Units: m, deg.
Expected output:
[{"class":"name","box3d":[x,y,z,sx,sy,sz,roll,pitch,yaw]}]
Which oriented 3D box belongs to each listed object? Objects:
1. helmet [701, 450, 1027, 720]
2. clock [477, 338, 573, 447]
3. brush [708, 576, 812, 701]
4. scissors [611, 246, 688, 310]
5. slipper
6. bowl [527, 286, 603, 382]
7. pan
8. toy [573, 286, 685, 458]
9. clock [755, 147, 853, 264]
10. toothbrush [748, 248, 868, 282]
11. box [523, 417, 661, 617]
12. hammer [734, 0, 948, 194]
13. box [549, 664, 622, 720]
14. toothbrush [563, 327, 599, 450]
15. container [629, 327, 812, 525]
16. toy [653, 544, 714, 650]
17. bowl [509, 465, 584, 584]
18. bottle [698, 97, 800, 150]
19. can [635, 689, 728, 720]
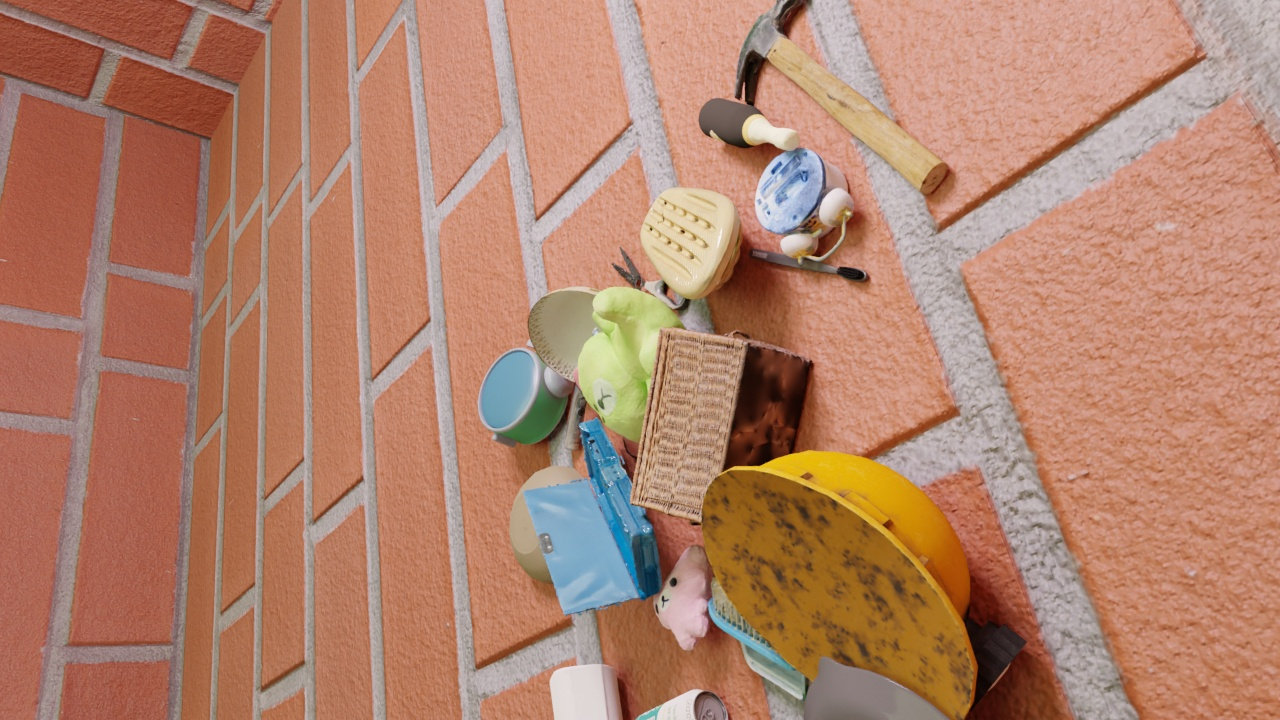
[{"class":"helmet","box3d":[0.183,0.161,0.741,0.255,0.131,0.206,39,140,28]},{"class":"clock","box3d":[-0.144,0.035,1.240,0.162,0.075,0.122,-47,45,15]},{"class":"brush","box3d":[0.114,0.257,0.870,0.136,0.055,0.075,17,115,52]},{"class":"scissors","box3d":[0.011,-0.091,1.126,0.151,0.012,0.164,-25,60,44]},{"class":"slipper","box3d":[0.069,-0.132,1.020,0.111,0.079,0.261,-64,21,12]},{"class":"bowl","box3d":[-0.060,-0.041,1.135,0.146,0.145,0.063,-39,14,38]},{"class":"pan","box3d":[0.220,0.300,0.648,0.216,0.024,0.356,57,144,12]},{"class":"toy","box3d":[-0.006,0.006,1.034,0.150,0.107,0.197,49,154,15]},{"class":"clock","box3d":[0.166,-0.154,0.919,0.089,0.052,0.125,-44,49,34]},{"class":"toothbrush","box3d":[0.166,-0.099,0.937,0.167,0.013,0.013,22,97,54]},{"class":"box","box3d":[-0.064,0.165,1.011,0.231,0.112,0.094,-123,24,-58]},{"class":"hammer","box3d":[0.196,-0.266,0.931,0.132,0.033,0.330,-55,44,24]},{"class":"box","box3d":[-0.054,0.390,0.982,0.137,0.084,0.146,105,158,-51]},{"class":"toothbrush","box3d":[-0.071,0.035,1.139,0.024,0.022,0.186,-120,36,-47]},{"class":"container","box3d":[0.080,0.068,0.915,0.113,0.113,0.198,10,90,47]},{"class":"toy","box3d":[0.047,0.252,0.948,0.099,0.052,0.095,-58,27,29]},{"class":"bowl","box3d":[-0.125,0.209,1.178,0.153,0.050,0.152,-18,66,47]},{"class":"bottle","box3d":[0.118,-0.247,0.979,0.045,0.045,0.184,-67,27,13]},{"class":"can","box3d":[0.039,0.372,0.927,0.102,0.054,0.054,-41,50,37]}]
